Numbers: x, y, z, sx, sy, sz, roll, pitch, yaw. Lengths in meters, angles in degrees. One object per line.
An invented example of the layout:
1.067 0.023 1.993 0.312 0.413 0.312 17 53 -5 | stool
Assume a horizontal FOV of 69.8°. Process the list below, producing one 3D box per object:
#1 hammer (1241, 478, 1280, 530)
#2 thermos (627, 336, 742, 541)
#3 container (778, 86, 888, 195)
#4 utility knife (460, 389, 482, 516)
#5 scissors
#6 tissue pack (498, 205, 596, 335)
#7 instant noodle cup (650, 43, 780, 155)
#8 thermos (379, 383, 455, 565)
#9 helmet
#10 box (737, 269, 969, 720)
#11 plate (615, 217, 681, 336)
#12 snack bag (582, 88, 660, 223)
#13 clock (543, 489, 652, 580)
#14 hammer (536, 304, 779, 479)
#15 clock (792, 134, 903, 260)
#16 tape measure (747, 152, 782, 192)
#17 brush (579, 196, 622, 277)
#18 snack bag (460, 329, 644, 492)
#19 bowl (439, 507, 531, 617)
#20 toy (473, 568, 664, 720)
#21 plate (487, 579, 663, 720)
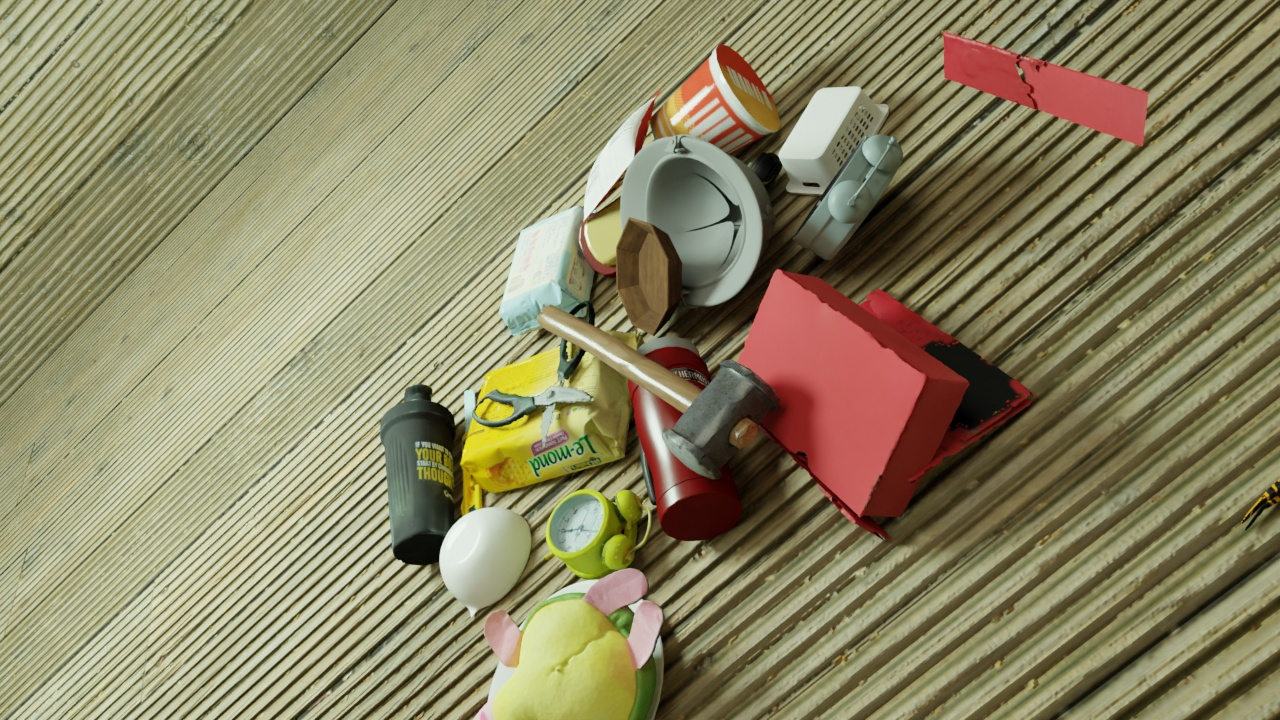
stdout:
0.401 0.194 0.489 0.123 0.036 0.319 -10 50 39 | hammer
0.034 0.079 0.901 0.108 0.084 0.198 -56 32 36 | thermos
0.211 -0.251 1.030 0.081 0.049 0.129 17 71 49 | container
-0.215 0.115 1.159 0.030 0.019 0.224 -26 39 12 | utility knife
-0.102 0.011 1.027 0.202 0.015 0.203 0 55 46 | scissors
-0.116 -0.123 1.220 0.112 0.070 0.181 -19 45 32 | tissue pack
0.088 -0.304 1.147 0.121 0.123 0.123 -32 40 31 | instant noodle cup
-0.273 0.141 1.135 0.098 0.098 0.220 -33 47 19 | thermos
0.089 -0.157 1.014 0.271 0.117 0.183 20 116 56 | helmet
0.189 0.159 0.876 0.171 0.479 0.214 -27 37 -12 | box
0.011 -0.095 1.023 0.131 0.025 0.131 32 127 57 | plate
-0.027 -0.257 1.149 0.131 0.039 0.143 -42 24 47 | snack bag
-0.038 0.170 0.908 0.119 0.057 0.083 -11 51 30 | clock
-0.005 0.005 0.885 0.098 0.052 0.328 -49 43 -9 | hammer
0.206 -0.162 0.900 0.122 0.045 0.159 -55 -1 -12 | clock
0.137 -0.211 1.062 0.061 0.034 0.061 -56 -6 -11 | tape measure
-0.002 -0.175 1.145 0.174 0.041 0.082 -31 75 21 | brush
-0.109 0.057 1.061 0.248 0.068 0.159 -19 48 32 | snack bag
-0.180 0.210 1.013 0.115 0.050 0.114 -25 44 27 | bowl
-0.066 0.283 0.786 0.238 0.087 0.190 -49 57 7 | toy
-0.061 0.305 0.847 0.209 0.015 0.208 -25 44 27 | plate
